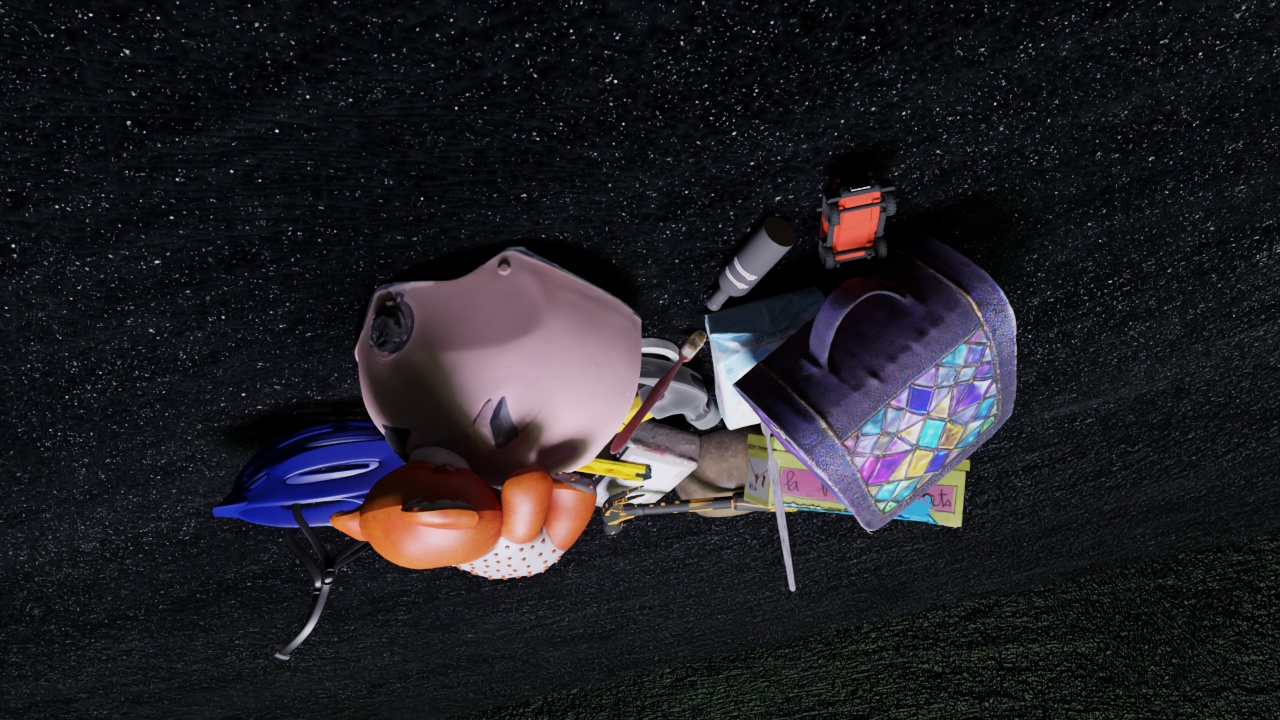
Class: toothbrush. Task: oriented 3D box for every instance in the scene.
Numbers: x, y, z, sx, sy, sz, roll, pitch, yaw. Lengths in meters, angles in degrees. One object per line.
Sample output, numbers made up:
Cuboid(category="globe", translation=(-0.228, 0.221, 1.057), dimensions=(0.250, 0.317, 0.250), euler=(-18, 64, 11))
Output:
Cuboid(category="toothbrush", translation=(0.017, 0.026, 0.827), dimensions=(0.015, 0.183, 0.016), euler=(40, 135, -1))
Cuboid(category="toothbrush", translation=(0.129, 0.123, 0.853), dimensions=(0.010, 0.181, 0.010), euler=(-17, 154, 24))

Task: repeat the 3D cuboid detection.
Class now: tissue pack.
Cuboid(category="tissue pack", translation=(0.125, 0.000, 0.892), dimensions=(0.112, 0.070, 0.182), euler=(-14, 153, 1))
Cuboid(category="tissue pack", translation=(-0.002, 0.126, 1.113), dimensions=(0.104, 0.071, 0.182), euler=(16, 143, -16))

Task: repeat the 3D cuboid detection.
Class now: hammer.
Cuboid(category="hammer", translation=(-0.082, 0.086, 0.965), dimensions=(0.325, 0.034, 0.170), euler=(-26, 150, 16))
Cuboid(category="hammer", translation=(0.112, 0.169, 1.103), dimensions=(0.320, 0.036, 0.123), euler=(-3, 152, -10))

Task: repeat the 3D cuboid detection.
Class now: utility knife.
Cuboid(category="utility knife", translation=(-0.093, 0.114, 1.044), dimensions=(0.218, 0.019, 0.031), euler=(11, 136, -1))

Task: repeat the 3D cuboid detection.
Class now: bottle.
Cuboid(category="bottle", translation=(0.087, -0.076, 0.773), dimensions=(0.030, 0.030, 0.113), euler=(4, 150, -27))

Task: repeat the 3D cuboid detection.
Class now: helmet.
Cuboid(category="helmet", translation=(-0.289, 0.171, 0.903), dimensions=(0.241, 0.227, 0.148), euler=(3, 160, -23))
Cuboid(category="helmet", translation=(-0.120, 0.028, 0.784), dimensions=(0.256, 0.152, 0.230), euler=(-14, 157, 20))

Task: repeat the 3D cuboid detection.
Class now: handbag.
Cuboid(category="handbag", translation=(0.200, 0.015, 0.780), dimensions=(0.205, 0.125, 0.222), euler=(-39, 136, -4))

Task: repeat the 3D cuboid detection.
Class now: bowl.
Cuboid(category="bowl", translation=(0.120, 0.148, 1.179), dimensions=(0.162, 0.070, 0.162), euler=(-8, 153, -4))

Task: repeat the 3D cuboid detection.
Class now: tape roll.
Cuboid(category="tape roll", translation=(-0.005, 0.005, 0.917), dimensions=(0.093, 0.013, 0.093), euler=(-8, 153, -4))

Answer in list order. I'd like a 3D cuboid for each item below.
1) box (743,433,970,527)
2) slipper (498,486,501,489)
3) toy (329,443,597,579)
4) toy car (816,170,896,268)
Cuboid(category="box", translation=(0.236, 0.132, 1.023), dimensions=(0.221, 0.082, 0.124), euler=(5, 176, -5))
Cuboid(category="slipper", translation=(-0.185, 0.206, 1.171), dimensions=(0.113, 0.080, 0.265), euler=(-26, 150, 21))
Cuboid(category="toy", translation=(-0.136, 0.116, 0.700), dimensions=(0.164, 0.092, 0.172), euler=(-14, 158, 34))
Cuboid(category="toy car", translation=(0.163, -0.111, 0.711), dimensions=(0.051, 0.048, 0.100), euler=(-11, 153, 2))
